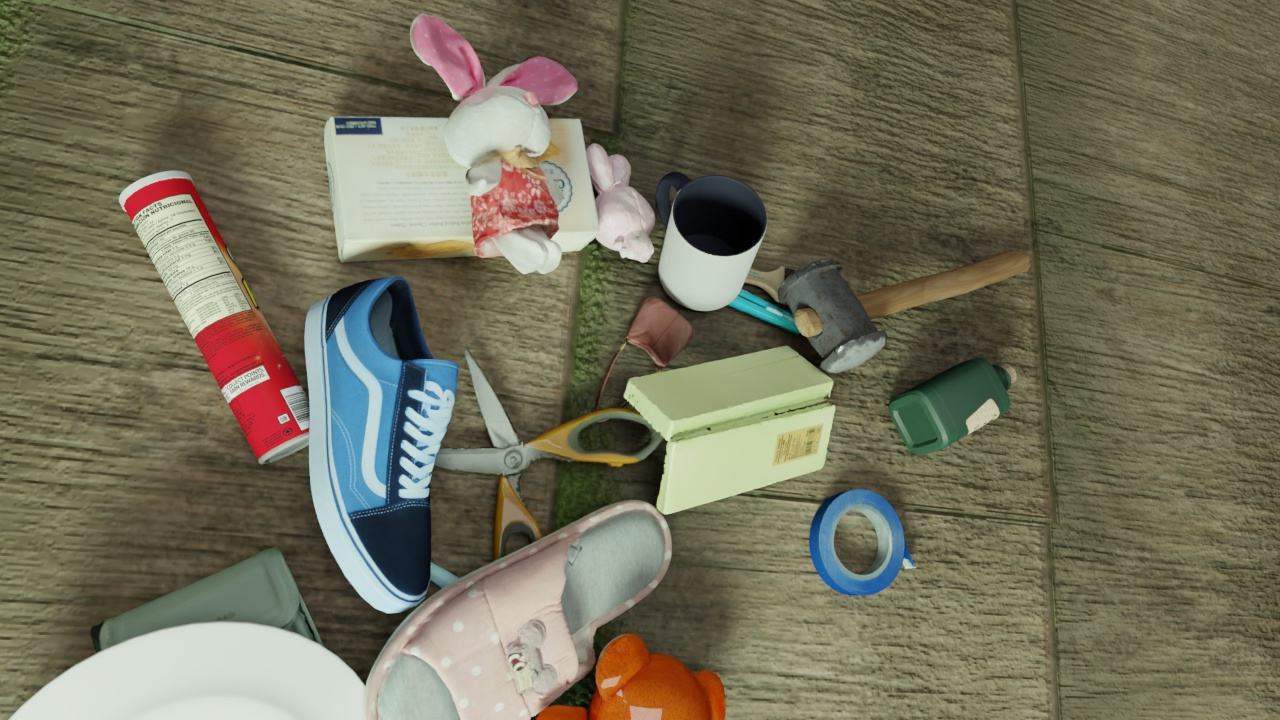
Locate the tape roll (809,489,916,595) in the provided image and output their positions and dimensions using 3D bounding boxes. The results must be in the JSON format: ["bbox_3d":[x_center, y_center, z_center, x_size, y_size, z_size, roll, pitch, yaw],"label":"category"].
[{"bbox_3d":[0.196,0.164,0.828,0.092,0.016,0.091,-19,84,-24],"label":"tape roll"}]

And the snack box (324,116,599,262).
[{"bbox_3d":[-0.145,-0.140,0.751,0.207,0.058,0.104,-6,79,-22],"label":"snack box"}]

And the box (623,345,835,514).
[{"bbox_3d":[0.086,0.050,0.775,0.187,0.066,0.127,-9,82,-34],"label":"box"}]

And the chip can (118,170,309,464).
[{"bbox_3d":[-0.301,-0.030,0.665,0.051,0.052,0.214,-28,88,-25],"label":"chip can"}]

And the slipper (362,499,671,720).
[{"bbox_3d":[-0.073,0.190,0.668,0.273,0.055,0.114,-30,111,-34],"label":"slipper"}]

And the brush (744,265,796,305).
[{"bbox_3d":[0.135,-0.071,0.866,0.151,0.012,0.038,11,72,-19],"label":"brush"}]

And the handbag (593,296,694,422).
[{"bbox_3d":[-0.005,0.005,0.788,0.055,0.029,0.119,39,71,-10],"label":"handbag"}]

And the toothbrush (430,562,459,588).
[{"bbox_3d":[-0.160,0.157,0.691,0.155,0.016,0.022,35,75,-10],"label":"toothbrush"}]

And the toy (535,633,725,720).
[{"bbox_3d":[-0.011,0.296,0.668,0.163,0.093,0.172,37,64,-30],"label":"toy"}]

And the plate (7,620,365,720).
[{"bbox_3d":[-0.274,0.278,0.561,0.242,0.016,0.242,-6,102,-29],"label":"plate"}]

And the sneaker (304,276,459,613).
[{"bbox_3d":[-0.173,0.050,0.649,0.083,0.098,0.241,17,55,-62],"label":"sneaker"}]

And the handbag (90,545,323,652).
[{"bbox_3d":[-0.279,0.196,0.607,0.121,0.067,0.106,-24,85,-25],"label":"handbag"}]

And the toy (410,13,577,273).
[{"bbox_3d":[-0.102,-0.158,0.695,0.158,0.084,0.194,4,73,-50],"label":"toy"}]

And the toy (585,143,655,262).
[{"bbox_3d":[-0.020,-0.135,0.803,0.063,0.047,0.110,2,70,-53],"label":"toy"}]

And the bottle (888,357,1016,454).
[{"bbox_3d":[0.309,0.036,0.880,0.131,0.061,0.061,-24,83,-25],"label":"bottle"}]

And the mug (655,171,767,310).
[{"bbox_3d":[0.050,-0.111,0.792,0.078,0.097,0.112,-31,73,-18],"label":"mug"}]

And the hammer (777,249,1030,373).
[{"bbox_3d":[0.274,-0.068,0.889,0.327,0.052,0.098,-15,66,-32],"label":"hammer"}]

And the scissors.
[{"bbox_3d":[-0.080,0.090,0.734,0.229,0.016,0.225,-17,85,-20],"label":"scissors"}]

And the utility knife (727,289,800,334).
[{"bbox_3d":[0.135,-0.040,0.859,0.161,0.015,0.022,21,61,-18],"label":"utility knife"}]
